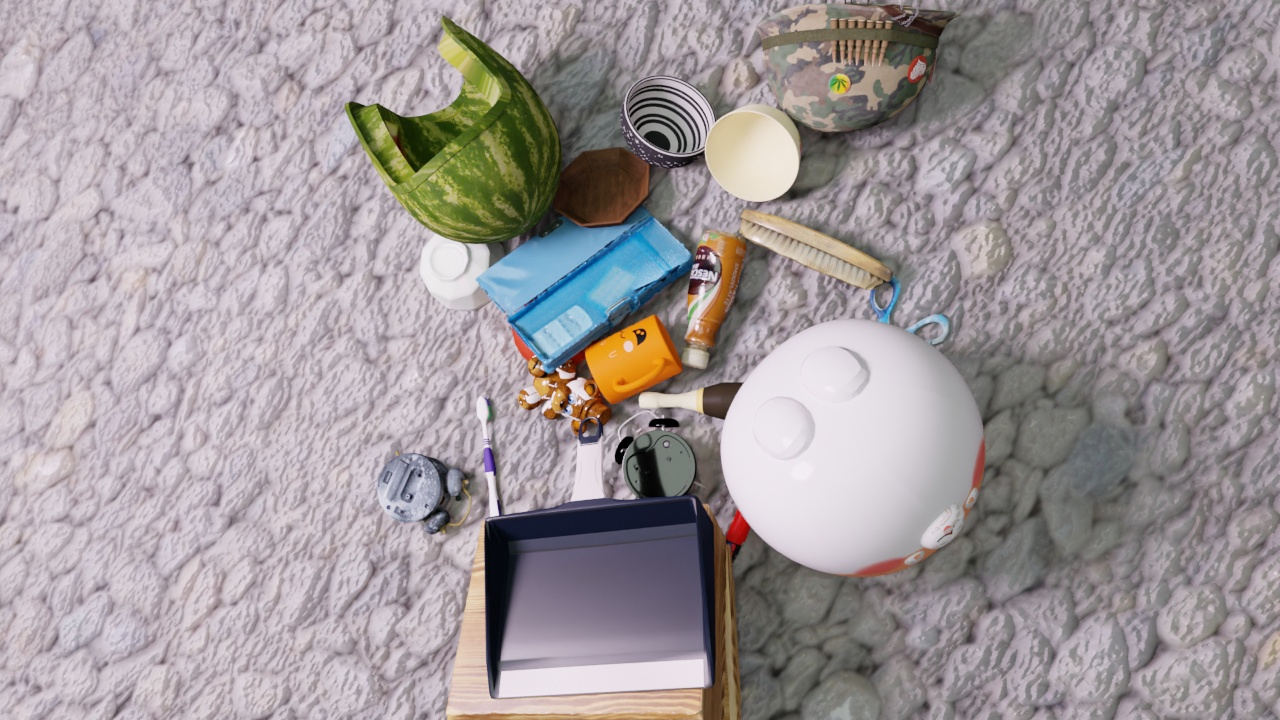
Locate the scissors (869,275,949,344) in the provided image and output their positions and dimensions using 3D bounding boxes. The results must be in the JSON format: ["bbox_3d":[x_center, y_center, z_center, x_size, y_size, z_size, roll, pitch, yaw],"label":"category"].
[{"bbox_3d":[0.290,-0.041,1.093,0.137,0.012,0.127,-27,78,10],"label":"scissors"}]

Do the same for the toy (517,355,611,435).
[{"bbox_3d":[-0.090,0.045,1.145,0.113,0.067,0.087,33,115,28],"label":"toy"}]

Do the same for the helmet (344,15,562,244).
[{"bbox_3d":[-0.208,-0.256,1.121,0.213,0.243,0.247,-37,71,9],"label":"helmet"}]

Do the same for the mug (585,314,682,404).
[{"bbox_3d":[-0.007,0.006,1.107,0.096,0.112,0.078,-26,114,9],"label":"mug"}]

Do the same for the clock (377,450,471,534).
[{"bbox_3d":[-0.276,0.169,1.177,0.129,0.052,0.090,24,88,16],"label":"clock"}]

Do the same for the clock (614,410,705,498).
[{"bbox_3d":[0.020,0.119,1.118,0.091,0.042,0.120,-34,76,7],"label":"clock"}]

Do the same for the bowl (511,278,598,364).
[{"bbox_3d":[-0.113,-0.049,1.177,0.122,0.035,0.122,-2,82,13],"label":"bowl"}]

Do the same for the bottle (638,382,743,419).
[{"bbox_3d":[0.089,0.049,1.109,0.185,0.045,0.045,0,82,14],"label":"bottle"}]

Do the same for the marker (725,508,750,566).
[{"bbox_3d":[0.100,0.245,1.091,0.023,0.021,0.145,20,86,53],"label":"marker"}]

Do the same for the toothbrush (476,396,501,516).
[{"bbox_3d":[-0.193,0.138,1.181,0.015,0.016,0.186,-10,82,12],"label":"toothbrush"}]

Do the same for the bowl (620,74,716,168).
[{"bbox_3d":[0.029,-0.289,1.154,0.120,0.066,0.120,7,66,-15],"label":"bowl"}]

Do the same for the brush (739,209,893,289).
[{"bbox_3d":[0.207,-0.132,1.101,0.195,0.059,0.043,26,100,14],"label":"brush"}]

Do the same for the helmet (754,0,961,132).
[{"bbox_3d":[0.247,-0.386,1.052,0.225,0.192,0.236,-9,107,25],"label":"helmet"}]

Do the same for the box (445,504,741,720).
[{"bbox_3d":[-0.034,0.305,1.047,0.280,0.221,0.258,-8,55,18],"label":"box"}]

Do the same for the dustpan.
[{"bbox_3d":[-0.048,0.193,0.945,0.236,0.080,0.272,-9,53,15],"label":"dustpan"}]

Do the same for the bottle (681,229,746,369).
[{"bbox_3d":[0.084,-0.073,1.121,0.059,0.059,0.167,13,88,15],"label":"bottle"}]

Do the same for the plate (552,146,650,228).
[{"bbox_3d":[-0.048,-0.216,1.172,0.131,0.025,0.131,-6,59,11],"label":"plate"}]

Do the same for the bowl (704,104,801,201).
[{"bbox_3d":[0.147,-0.264,1.120,0.118,0.118,0.073,20,45,15],"label":"bowl"}]

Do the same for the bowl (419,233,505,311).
[{"bbox_3d":[-0.241,-0.126,1.206,0.117,0.061,0.117,-2,83,13],"label":"bowl"}]

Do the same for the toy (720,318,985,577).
[{"bbox_3d":[0.230,0.101,0.960,0.263,0.280,0.265,-47,39,2],"label":"toy"}]

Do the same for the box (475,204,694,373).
[{"bbox_3d":[-0.072,-0.113,1.151,0.231,0.033,0.174,-36,65,-9],"label":"box"}]
